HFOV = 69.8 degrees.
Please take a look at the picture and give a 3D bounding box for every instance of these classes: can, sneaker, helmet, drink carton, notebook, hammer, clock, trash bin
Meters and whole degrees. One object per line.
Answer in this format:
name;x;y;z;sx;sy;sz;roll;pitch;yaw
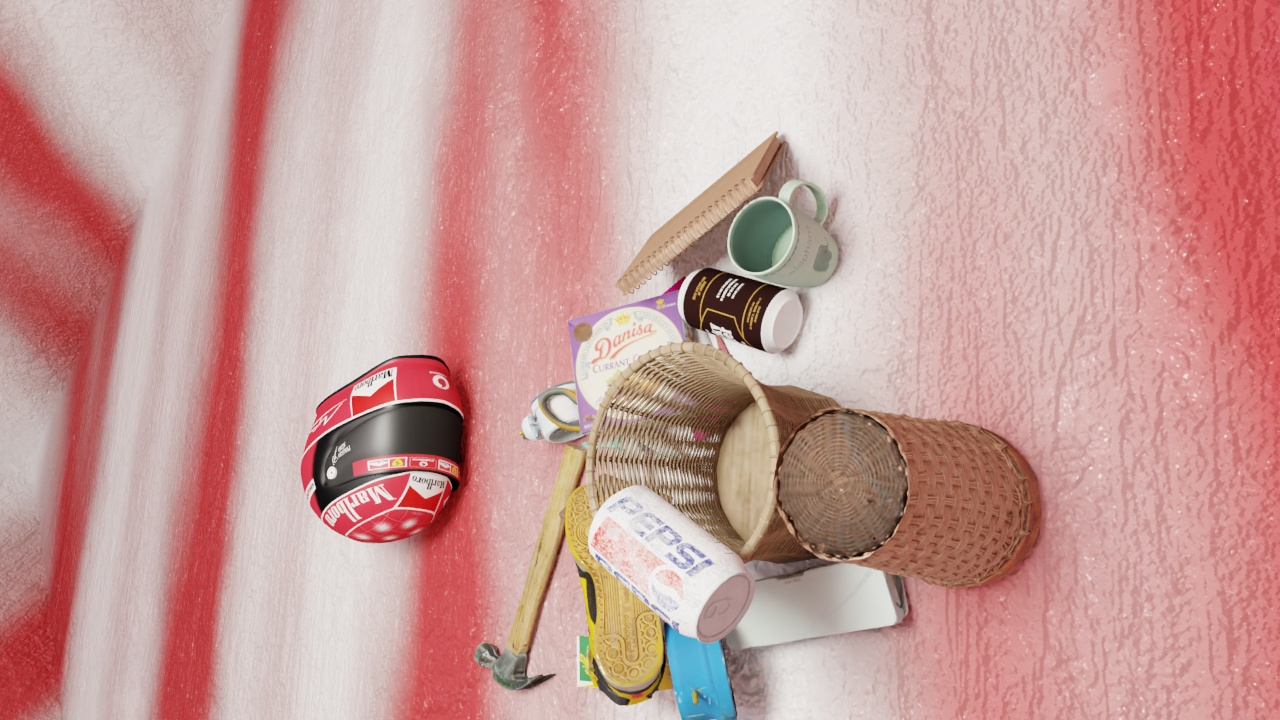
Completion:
can;0.109;-0.056;1.010;0.129;0.071;0.072;21;95;39
sneaker;-0.026;0.258;1.001;0.122;0.086;0.238;87;171;-51
helmet;-0.373;0.150;1.347;0.272;0.197;0.224;-30;61;26
drink carton;-0.018;0.351;1.070;0.123;0.041;0.058;-14;71;42
notebook;0.067;-0.165;1.039;0.211;0.022;0.168;-36;13;33
hammer;-0.129;0.272;1.202;0.132;0.033;0.330;20;94;46
can;0.024;0.168;0.768;0.136;0.078;0.078;32;103;41
clock;-0.106;0.073;1.187;0.118;0.083;0.057;-35;65;28
trash bin;0.224;0.117;0.773;0.152;0.209;0.151;-11;74;42
clock;0.059;0.304;0.958;0.060;0.117;0.161;-13;41;1

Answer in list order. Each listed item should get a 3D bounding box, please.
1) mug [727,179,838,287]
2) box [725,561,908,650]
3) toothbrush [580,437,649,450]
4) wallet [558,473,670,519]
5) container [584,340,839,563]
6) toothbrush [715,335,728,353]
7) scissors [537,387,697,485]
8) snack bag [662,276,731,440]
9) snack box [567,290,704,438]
mug;0.160;-0.132;0.962;0.084;0.104;0.111;25;99;44
box;0.166;0.243;0.912;0.199;0.070;0.084;-25;45;36
toothbrush;-0.025;0.104;1.148;0.135;0.017;0.022;-8;75;43
wallet;-0.031;0.177;1.105;0.121;0.087;0.013;12;132;45
container;0.093;0.108;0.904;0.227;0.196;0.226;-9;77;41
toothbrush;0.098;-0.001;1.057;0.015;0.015;0.184;-33;61;27
scissors;-0.015;0.057;1.102;0.225;0.016;0.226;26;86;23
snack bag;0.059;-0.004;1.092;0.070;0.016;0.196;-37;58;31
snack box;-0.006;0.006;1.078;0.144;0.040;0.148;-14;71;17
